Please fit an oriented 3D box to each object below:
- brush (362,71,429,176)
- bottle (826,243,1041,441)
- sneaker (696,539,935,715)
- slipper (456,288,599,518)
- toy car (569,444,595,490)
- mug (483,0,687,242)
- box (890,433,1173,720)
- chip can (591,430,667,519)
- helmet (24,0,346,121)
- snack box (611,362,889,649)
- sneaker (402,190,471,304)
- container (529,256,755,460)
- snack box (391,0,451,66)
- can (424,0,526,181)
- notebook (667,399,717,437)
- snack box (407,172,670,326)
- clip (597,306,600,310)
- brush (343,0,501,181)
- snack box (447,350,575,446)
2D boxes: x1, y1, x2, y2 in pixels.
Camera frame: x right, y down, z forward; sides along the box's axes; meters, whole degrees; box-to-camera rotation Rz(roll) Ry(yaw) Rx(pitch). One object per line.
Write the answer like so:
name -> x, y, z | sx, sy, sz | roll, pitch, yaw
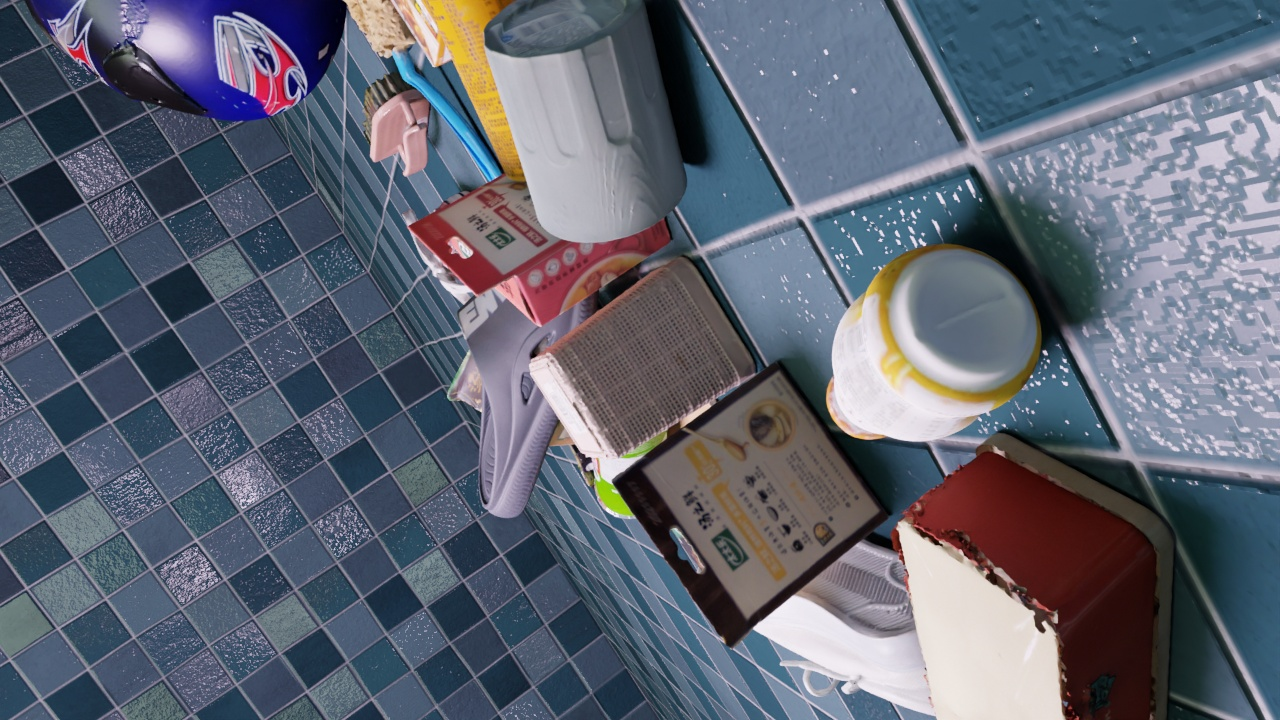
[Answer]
brush -> -0.238, -0.234, 0.915 | 0.073, 0.063, 0.146 | 61, 162, -4
bottle -> 0.104, 0.001, 0.356 | 0.063, 0.063, 0.108 | 53, 164, 12
sneaker -> 0.127, 0.163, 0.588 | 0.091, 0.089, 0.243 | 56, 159, -15
slipper -> -0.099, 0.003, 0.692 | 0.110, 0.083, 0.269 | -119, 44, -56
toy car -> -0.041, 0.077, 0.928 | 0.042, 0.070, 0.158 | 54, 166, 41
mug -> -0.030, -0.138, 0.475 | 0.123, 0.084, 0.103 | -104, -2, -46
box -> 0.163, 0.125, 0.398 | 0.091, 0.080, 0.168 | 36, 154, 50
chip can -> -0.010, 0.059, 0.769 | 0.072, 0.072, 0.236 | 49, 162, 24
helmet -> -0.397, -0.338, 0.847 | 0.240, 0.247, 0.316 | 24, 166, -12
snack box -> 0.060, 0.082, 0.532 | 0.113, 0.125, 0.053 | 55, 165, 5
sneaker -> -0.164, -0.104, 0.902 | 0.241, 0.087, 0.118 | 37, 155, 53
container -> -0.004, 0.003, 0.595 | 0.090, 0.110, 0.090 | 58, 164, -6
snack box -> -0.182, -0.300, 0.678 | 0.154, 0.026, 0.075 | 58, 164, -5
can -> -0.083, -0.184, 0.557 | 0.058, 0.058, 0.146 | 35, 154, 52
notebook -> 0.063, 0.093, 0.766 | 0.148, 0.008, 0.208 | 54, 165, 6
snack box -> -0.066, -0.080, 0.585 | 0.113, 0.127, 0.044 | 41, 159, 45
clip -> -0.051, -0.051, 0.810 | 0.043, 0.014, 0.056 | 62, 163, -22
brush -> -0.180, -0.237, 0.793 | 0.254, 0.045, 0.083 | 56, 161, -15
snack box -> -0.081, 0.018, 0.815 | 0.105, 0.118, 0.118 | 37, -164, 27
